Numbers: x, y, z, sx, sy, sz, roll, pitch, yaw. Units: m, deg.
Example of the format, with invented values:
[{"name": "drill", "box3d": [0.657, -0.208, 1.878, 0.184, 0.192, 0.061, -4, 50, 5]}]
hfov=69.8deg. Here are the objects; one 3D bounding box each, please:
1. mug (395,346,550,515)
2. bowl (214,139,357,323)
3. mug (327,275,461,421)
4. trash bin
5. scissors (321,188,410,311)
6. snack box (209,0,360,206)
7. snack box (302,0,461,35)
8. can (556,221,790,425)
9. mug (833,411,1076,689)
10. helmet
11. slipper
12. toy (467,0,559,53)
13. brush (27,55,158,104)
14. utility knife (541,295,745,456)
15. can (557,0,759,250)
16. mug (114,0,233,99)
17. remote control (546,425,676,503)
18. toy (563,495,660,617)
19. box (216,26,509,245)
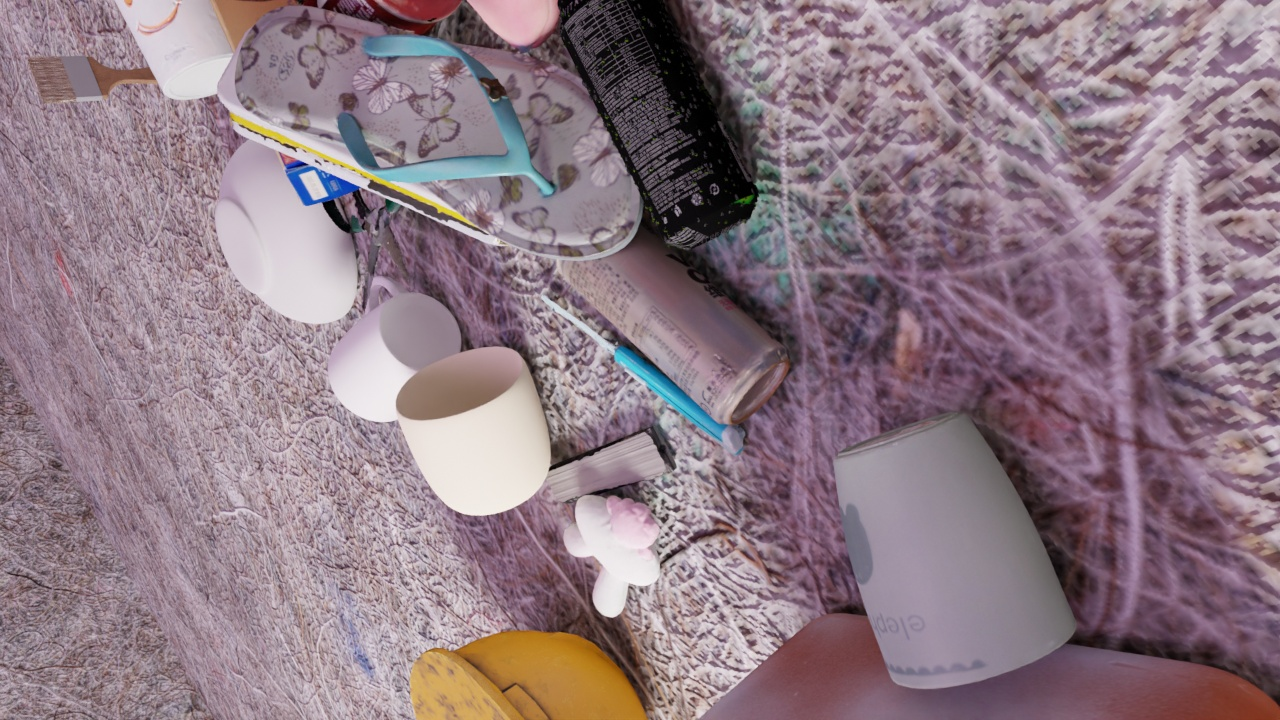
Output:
[{"name": "mug", "box3d": [-0.115, 0.051, 0.667, 0.120, 0.096, 0.100, -110, 4, -62]}, {"name": "bowl", "box3d": [-0.329, -0.110, 0.820, 0.177, 0.066, 0.177, 25, 128, 36]}, {"name": "mug", "box3d": [-0.195, -0.020, 0.725, 0.088, 0.080, 0.114, -33, 65, 45]}, {"name": "trash bin", "box3d": [0.157, 0.234, 0.420, 0.260, 0.157, 0.181, -9, 105, 51]}, {"name": "scissors", "box3d": [-0.199, -0.140, 0.682, 0.203, 0.015, 0.202, 44, 122, 41]}, {"name": "snack box", "box3d": [-0.258, -0.215, 0.658, 0.206, 0.057, 0.056, 63, 167, 13]}, {"name": "snack box", "box3d": [-0.169, -0.222, 0.578, 0.122, 0.072, 0.072, -15, 100, 51]}, {"name": "can", "box3d": [0.017, -0.026, 0.502, 0.135, 0.054, 0.054, 44, 138, 22]}, {"name": "mug", "box3d": [0.132, 0.084, 0.429, 0.111, 0.084, 0.104, 127, 123, -78]}, {"name": "helmet", "box3d": [-0.055, 0.304, 0.709, 0.206, 0.131, 0.255, -27, 91, 52]}, {"name": "slipper", "box3d": [-0.117, -0.140, 0.498, 0.269, 0.054, 0.098, 26, 90, 15]}, {"name": "toy", "box3d": [-0.102, -0.271, 0.460, 0.192, 0.096, 0.237, -3, 121, 36]}, {"name": "brush", "box3d": [-0.456, -0.252, 0.816, 0.008, 0.142, 0.045, -37, 74, 49]}, {"name": "utility knife", "box3d": [-0.003, 0.003, 0.574, 0.176, 0.015, 0.022, 36, 160, 31]}, {"name": "can", "box3d": [0.008, -0.124, 0.454, 0.054, 0.053, 0.137, -25, 92, 51]}, {"name": "mug", "box3d": [-0.383, -0.285, 0.767, 0.082, 0.082, 0.105, -19, 98, 51]}, {"name": "remote control", "box3d": [-0.024, 0.075, 0.637, 0.137, 0.013, 0.033, -26, 92, 49]}, {"name": "toy", "box3d": [-0.017, 0.129, 0.642, 0.079, 0.037, 0.123, 55, 145, 14]}, {"name": "box", "box3d": [-0.158, -0.135, 0.566, 0.210, 0.067, 0.070, 25, 153, 8]}]
